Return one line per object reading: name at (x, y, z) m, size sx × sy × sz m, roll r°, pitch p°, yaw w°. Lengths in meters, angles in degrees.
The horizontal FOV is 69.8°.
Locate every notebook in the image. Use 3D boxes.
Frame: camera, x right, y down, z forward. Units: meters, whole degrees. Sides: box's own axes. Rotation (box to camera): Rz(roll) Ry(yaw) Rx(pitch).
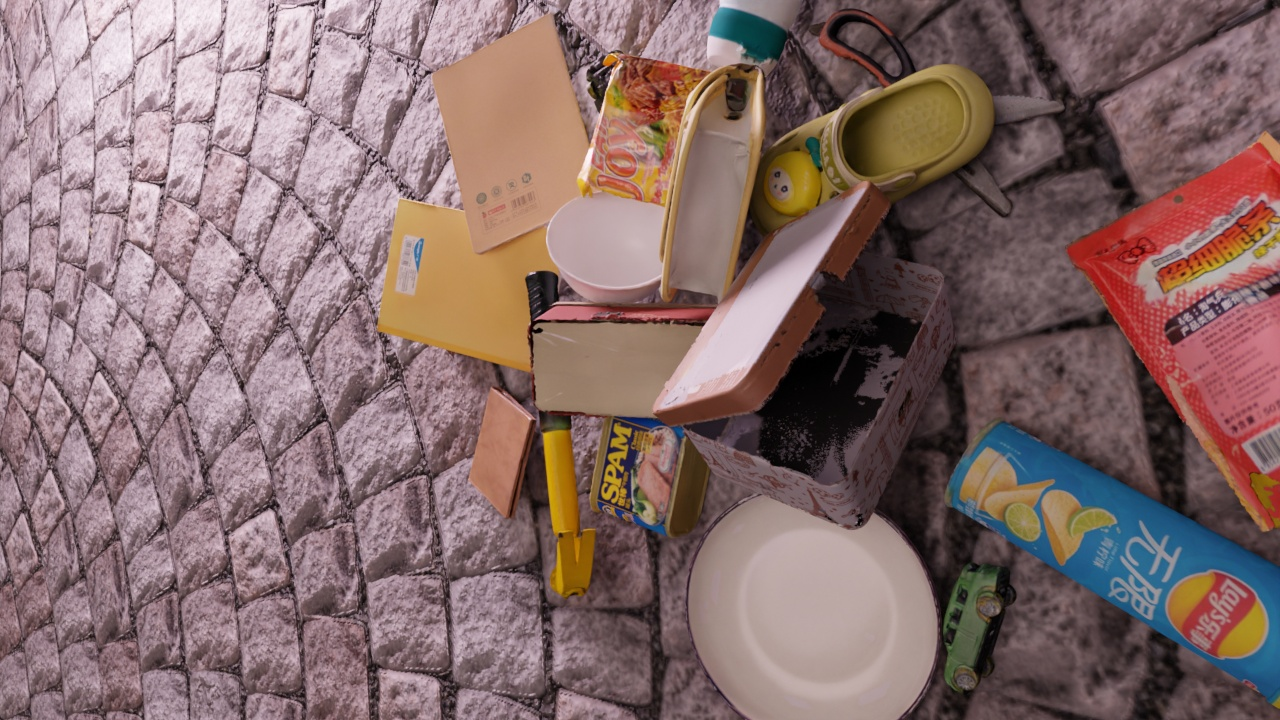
notebook at (-0.125, -0.225, 0.910) m, size 0.148 × 0.008 × 0.207 m, roll -21°, pitch 75°, yaw 18°
notebook at (-0.175, -0.078, 0.932) m, size 0.206 × 0.010 × 0.146 m, roll 14°, pitch 97°, yaw 23°

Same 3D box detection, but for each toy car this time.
toy car at (-0.011, -0.229, 0.833) m, size 0.048 × 0.032 × 0.105 m, roll -27°, pitch 84°, yaw 30°
toy car at (0.228, 0.182, 0.626) m, size 0.036 × 0.043 × 0.091 m, roll 14°, pitch 95°, yaw 34°

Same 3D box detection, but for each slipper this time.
slipper at (0.153, -0.150, 0.657) m, size 0.191 × 0.081 × 0.091 m, roll -25°, pitch 75°, yaw 30°

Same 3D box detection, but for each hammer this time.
hammer at (-0.076, 0.063, 0.837) m, size 0.129 × 0.032 × 0.300 m, roll 126°, pitch 138°, yaw -70°

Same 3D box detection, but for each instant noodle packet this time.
instant noodle packet at (0.008, -0.192, 0.785) m, size 0.111 × 0.044 × 0.128 m, roll 15°, pitch 96°, yaw 7°

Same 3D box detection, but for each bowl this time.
bowl at (-0.022, -0.086, 0.805) m, size 0.118 × 0.118 × 0.065 m, roll 48°, pitch 154°, yaw 28°

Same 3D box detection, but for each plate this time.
plate at (0.129, 0.187, 0.689) m, size 0.193 × 0.039 × 0.192 m, roll -1°, pitch 89°, yaw 25°

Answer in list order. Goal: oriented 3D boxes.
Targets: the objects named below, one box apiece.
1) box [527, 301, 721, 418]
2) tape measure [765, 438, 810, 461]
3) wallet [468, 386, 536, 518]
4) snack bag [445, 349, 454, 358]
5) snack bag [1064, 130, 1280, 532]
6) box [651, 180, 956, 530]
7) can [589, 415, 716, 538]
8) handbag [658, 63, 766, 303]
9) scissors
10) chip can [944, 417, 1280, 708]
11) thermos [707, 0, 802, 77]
box at (-0.004, 0.004, 0.741) m, size 0.168 × 0.078 × 0.091 m, roll 2°, pitch 107°, yaw 13°
tape measure at (0.131, 0.074, 0.689) m, size 0.066 × 0.066 × 0.033 m, roll 0°, pitch 86°, yaw 22°
wallet at (-0.134, 0.088, 0.893) m, size 0.115 × 0.020 × 0.101 m, roll 30°, pitch 107°, yaw 59°
snack bag at (-0.192, -0.058, 0.964) m, size 0.048 × 0.026 × 0.104 m, roll 37°, pitch 109°, yaw 37°
snack bag at (0.357, -0.016, 0.530) m, size 0.129 × 0.073 × 0.207 m, roll -33°, pitch 64°, yaw 27°
box at (0.104, -0.017, 0.612) m, size 0.150 × 0.166 × 0.181 m, roll 19°, pitch 68°, yaw 32°
can at (0.011, 0.092, 0.786) m, size 0.083 × 0.057 × 0.102 m, roll 15°, pitch 97°, yaw 34°
handbag at (0.057, -0.147, 0.718) m, size 0.063 × 0.178 × 0.164 m, roll 11°, pitch 129°, yaw 2°
scissors at (0.195, -0.184, 0.686) m, size 0.226 × 0.015 × 0.189 m, roll -10°, pitch 82°, yaw 35°
chip can at (0.297, 0.114, 0.560) m, size 0.210 × 0.071 × 0.071 m, roll 33°, pitch 107°, yaw 33°
thermos at (0.113, -0.338, 0.724) m, size 0.073 × 0.073 × 0.224 m, roll 29°, pitch 105°, yaw 34°
